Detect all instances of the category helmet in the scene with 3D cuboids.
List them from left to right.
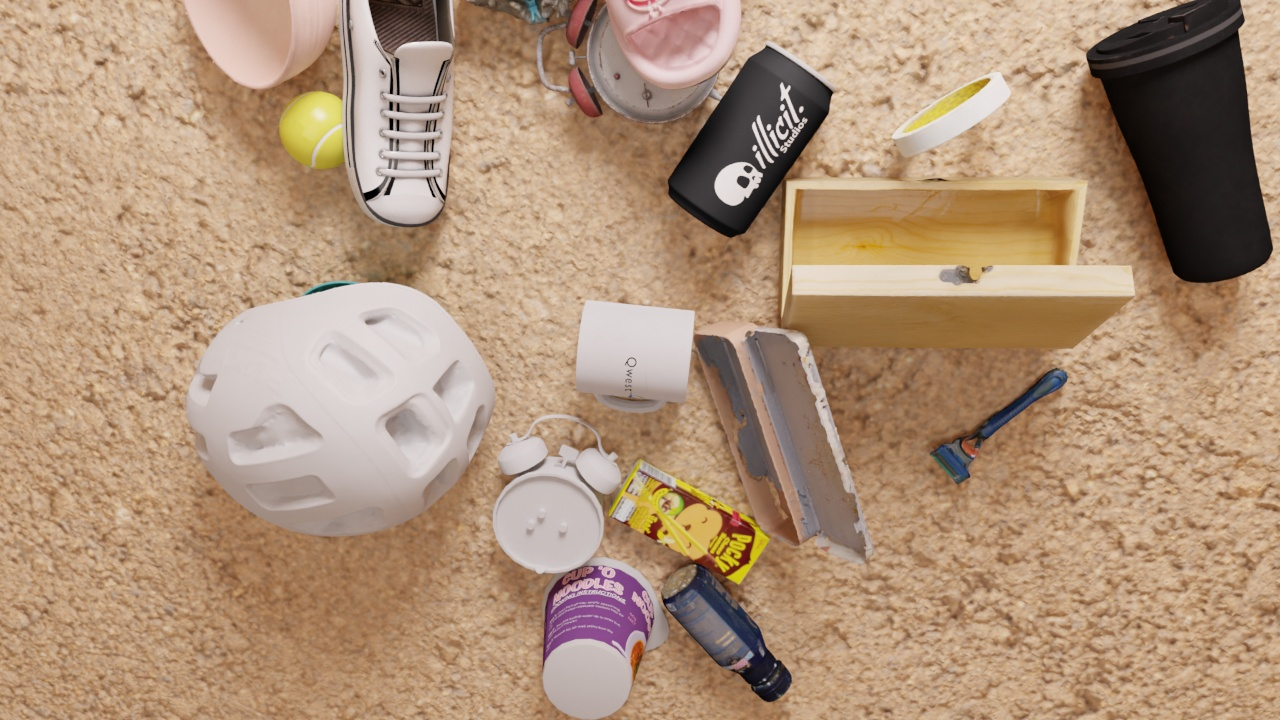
[{"bbox_3d":[-0.281,0.053,0.819,0.283,0.183,0.224,-1,124,31],"label":"helmet"}]

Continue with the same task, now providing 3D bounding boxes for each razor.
[{"bbox_3d":[0.336,0.056,0.852,0.141,0.018,0.044,-41,100,11],"label":"razor"}]

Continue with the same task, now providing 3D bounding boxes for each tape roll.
[{"bbox_3d":[0.249,-0.198,0.740,0.094,0.094,0.019,-32,102,12],"label":"tape roll"}]

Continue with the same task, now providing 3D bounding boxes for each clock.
[{"bbox_3d":[-0.083,0.128,0.881,0.120,0.061,0.159,11,109,1],"label":"clock"},{"bbox_3d":[-0.008,-0.252,0.758,0.157,0.061,0.110,-1,107,5],"label":"clock"}]

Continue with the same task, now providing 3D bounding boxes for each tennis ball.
[{"bbox_3d":[-0.277,-0.198,0.792,0.065,0.065,0.065,1,107,4],"label":"tennis ball"}]

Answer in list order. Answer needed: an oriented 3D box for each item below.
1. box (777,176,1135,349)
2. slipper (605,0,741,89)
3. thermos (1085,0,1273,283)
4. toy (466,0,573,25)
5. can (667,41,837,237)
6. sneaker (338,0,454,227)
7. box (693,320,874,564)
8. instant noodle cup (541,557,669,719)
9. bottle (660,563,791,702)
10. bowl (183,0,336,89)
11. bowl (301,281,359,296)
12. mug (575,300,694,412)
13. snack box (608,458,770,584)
[{"bbox_3d":[0.243,-0.070,0.766,0.248,0.184,0.142,0,128,5],"label":"box"},{"bbox_3d":[0.003,-0.308,0.672,0.107,0.055,0.221,-13,99,36],"label":"slipper"},{"bbox_3d":[0.441,-0.174,0.735,0.106,0.105,0.219,-24,109,11],"label":"thermos"},{"bbox_3d":[-0.103,-0.357,0.728,0.133,0.076,0.176,-6,109,22],"label":"toy"},{"bbox_3d":[0.091,-0.181,0.763,0.080,0.080,0.146,33,106,-6],"label":"can"},{"bbox_3d":[-0.185,-0.228,0.744,0.091,0.097,0.245,-4,106,-32],"label":"sneaker"},{"bbox_3d":[0.126,0.070,0.807,0.043,0.151,0.216,-25,105,-18],"label":"box"},{"bbox_3d":[-0.038,0.278,0.892,0.137,0.121,0.122,23,107,-3],"label":"instant noodle cup"},{"bbox_3d":[0.088,0.273,0.916,0.056,0.056,0.161,-39,101,14],"label":"bottle"},{"bbox_3d":[-0.300,-0.303,0.744,0.153,0.075,0.153,20,125,31],"label":"bowl"},{"bbox_3d":[-0.253,-0.032,0.843,0.121,0.046,0.121,2,126,3],"label":"bowl"},{"bbox_3d":[-0.005,0.005,0.835,0.096,0.082,0.120,6,136,2],"label":"mug"},{"bbox_3d":[0.048,0.158,0.899,0.149,0.025,0.061,28,108,-5],"label":"snack box"}]
